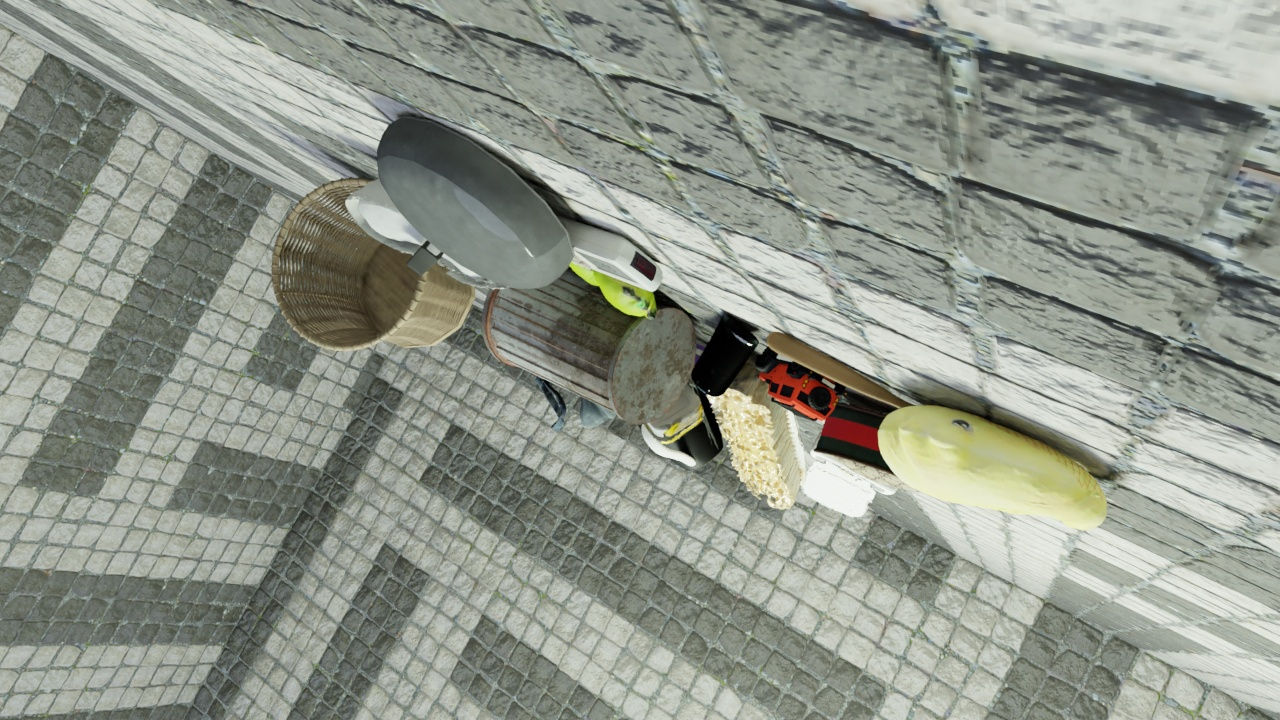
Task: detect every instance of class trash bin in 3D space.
[{"bbox_3d":[-0.061,-0.028,0.959,0.211,0.130,0.130,24,175,38],"label":"trash bin"}]

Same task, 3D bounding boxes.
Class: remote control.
[{"bbox_3d":[-0.044,-0.093,0.758,0.138,0.025,0.060,25,175,41],"label":"remote control"},{"bbox_3d":[0.076,-0.001,0.862,0.041,0.020,0.152,40,158,8],"label":"remote control"}]

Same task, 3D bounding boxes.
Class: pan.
[{"bbox_3d":[-0.172,-0.109,0.814,0.178,0.041,0.358,38,163,-16],"label":"pan"}]

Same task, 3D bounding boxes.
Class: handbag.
[{"bbox_3d":[0.252,0.093,0.864,0.167,0.063,0.138,16,173,44],"label":"handbag"}]

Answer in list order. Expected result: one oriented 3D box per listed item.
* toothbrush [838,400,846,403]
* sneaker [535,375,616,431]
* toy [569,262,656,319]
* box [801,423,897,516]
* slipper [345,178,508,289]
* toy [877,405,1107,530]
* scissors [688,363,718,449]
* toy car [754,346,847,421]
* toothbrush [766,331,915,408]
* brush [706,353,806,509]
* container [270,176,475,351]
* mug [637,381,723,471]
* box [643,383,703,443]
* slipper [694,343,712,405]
[{"bbox_3d":[0.215,0.055,0.928,0.155,0.016,0.022,28,133,4],"label":"toothbrush"},{"bbox_3d":[-0.115,-0.014,1.187,0.294,0.127,0.121,49,176,38],"label":"sneaker"},{"bbox_3d":[-0.027,-0.073,0.839,0.093,0.036,0.094,32,173,48],"label":"toy"},{"bbox_3d":[0.255,0.123,1.099,0.110,0.083,0.191,29,160,12],"label":"box"},{"bbox_3d":[-0.208,-0.138,0.960,0.247,0.074,0.112,25,167,34],"label":"slipper"},{"bbox_3d":[0.246,0.078,0.664,0.154,0.064,0.171,33,168,-35],"label":"toy"},{"bbox_3d":[0.057,0.023,0.987,0.169,0.012,0.132,62,165,13],"label":"scissors"},{"bbox_3d":[0.136,0.021,0.803,0.051,0.048,0.100,30,176,-20],"label":"toy car"},{"bbox_3d":[0.177,0.019,0.740,0.167,0.016,0.016,27,176,5],"label":"toothbrush"},{"bbox_3d":[0.138,0.085,1.037,0.083,0.056,0.271,23,155,28],"label":"brush"},{"bbox_3d":[-0.356,-0.119,1.276,0.227,0.227,0.196,27,-177,15],"label":"container"},{"bbox_3d":[0.041,0.080,1.050,0.100,0.085,0.118,55,-150,-7],"label":"mug"},{"bbox_3d":[-0.006,0.006,1.020,0.209,0.064,0.033,52,173,36],"label":"box"},{"bbox_3d":[0.068,0.031,1.140,0.267,0.084,0.107,26,175,36],"label":"slipper"}]
